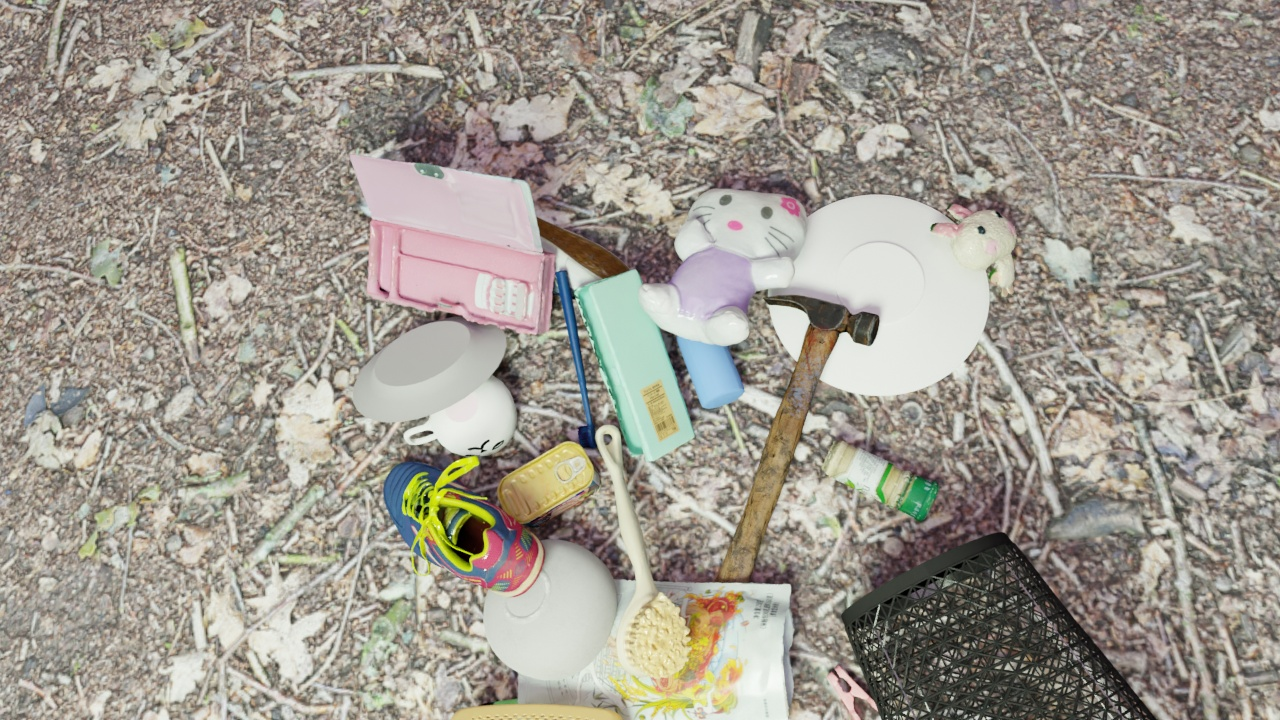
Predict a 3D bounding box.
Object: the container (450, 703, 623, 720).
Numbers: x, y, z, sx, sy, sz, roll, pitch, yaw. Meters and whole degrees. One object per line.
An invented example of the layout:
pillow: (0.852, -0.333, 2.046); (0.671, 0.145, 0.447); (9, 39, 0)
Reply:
container: (-0.092, 0.408, 0.829); (0.183, 0.129, 0.167); (-3, 114, 8)

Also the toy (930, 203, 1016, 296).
toy: (0.355, -0.121, 0.949); (0.087, 0.050, 0.112); (-33, 71, -35)

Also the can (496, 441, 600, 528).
can: (-0.091, 0.129, 0.940); (0.100, 0.059, 0.054); (-30, 71, -1)

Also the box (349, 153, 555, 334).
box: (-0.199, -0.128, 0.979); (0.233, 0.180, 0.055); (15, 32, 23)

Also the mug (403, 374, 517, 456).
mug: (-0.192, 0.062, 0.966); (0.124, 0.076, 0.090); (-21, 71, 2)

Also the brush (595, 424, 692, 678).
brush: (-0.008, 0.173, 0.880); (0.078, 0.062, 0.271); (-46, 43, 35)

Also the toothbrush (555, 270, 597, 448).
toothbrush: (-0.069, 0.000, 0.961); (0.017, 0.016, 0.190); (-8, 96, 14)

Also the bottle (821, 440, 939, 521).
bottle: (0.235, 0.116, 0.903); (0.110, 0.043, 0.042); (26, 78, 15)

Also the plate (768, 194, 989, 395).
plate: (0.250, -0.077, 0.965); (0.229, 0.030, 0.229); (-2, 73, 8)

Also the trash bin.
trash bin: (0.298, 0.290, 0.762); (0.217, 0.217, 0.243); (-26, 65, 0)

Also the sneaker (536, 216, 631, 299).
sneaker: (-0.107, -0.104, 1.016); (0.235, 0.087, 0.079); (30, 114, 12)

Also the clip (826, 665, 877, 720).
clip: (0.202, 0.311, 0.860); (0.035, 0.022, 0.057); (-38, 70, 0)

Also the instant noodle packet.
instant noodle packet: (0.008, 0.277, 0.871); (0.270, 0.057, 0.146); (-4, 63, 18)

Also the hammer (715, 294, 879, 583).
hammer: (0.131, 0.092, 0.923); (0.120, 0.033, 0.330); (17, 81, 26)

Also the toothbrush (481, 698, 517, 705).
toothbrush: (-0.067, 0.330, 0.898); (0.188, 0.017, 0.014); (-9, 63, 7)

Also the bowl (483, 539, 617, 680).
bowl: (-0.094, 0.234, 0.882); (0.132, 0.064, 0.131); (-15, 55, 22)

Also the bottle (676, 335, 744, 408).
bottle: (0.065, -0.017, 0.966); (0.048, 0.048, 0.131); (-21, 71, 2)

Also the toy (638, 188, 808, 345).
toy: (0.093, -0.098, 0.946); (0.138, 0.086, 0.208); (18, 52, 18)

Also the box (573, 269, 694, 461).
box: (-0.004, 0.005, 0.919); (0.077, 0.079, 0.189); (-18, 96, 1)

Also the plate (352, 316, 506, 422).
plate: (-0.228, -0.001, 0.970); (0.173, 0.019, 0.172); (-13, 37, 10)

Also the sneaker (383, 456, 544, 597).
sneaker: (-0.193, 0.145, 0.896); (0.242, 0.091, 0.116); (19, 77, 42)
